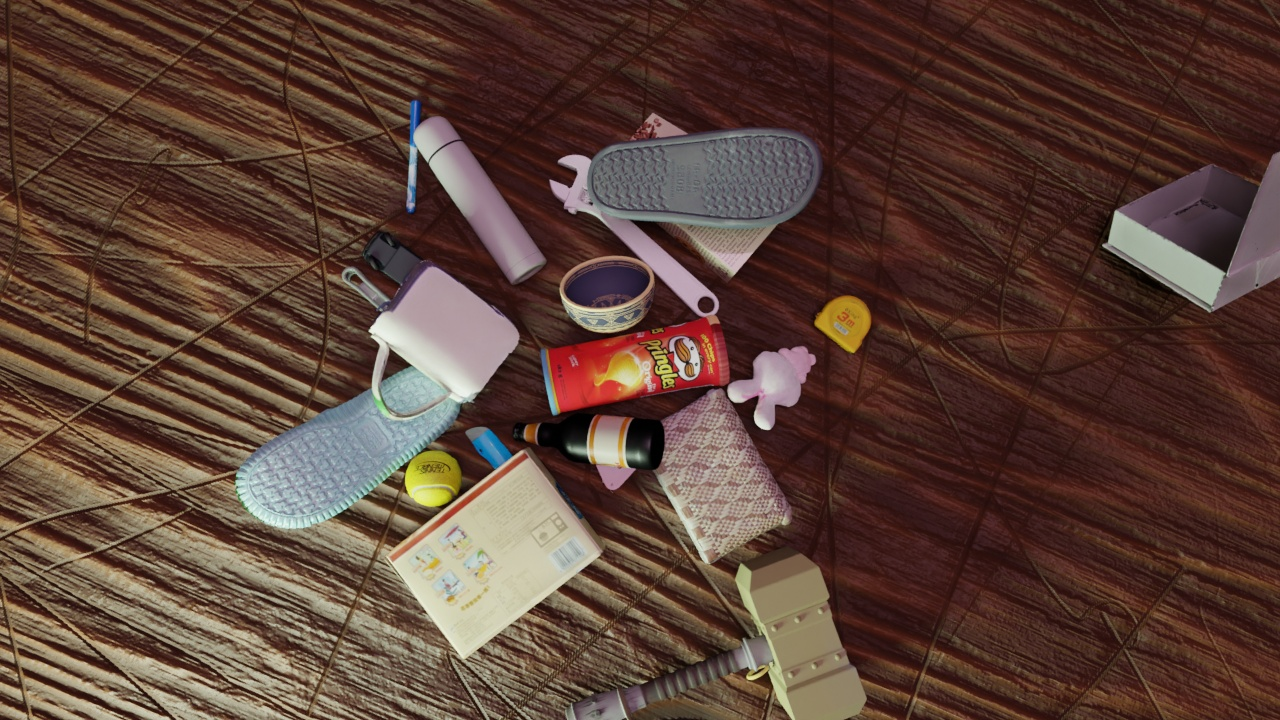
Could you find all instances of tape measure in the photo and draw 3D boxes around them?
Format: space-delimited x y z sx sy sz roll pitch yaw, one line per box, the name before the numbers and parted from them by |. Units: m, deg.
tape measure | 0.254 -0.051 1.142 0.068 0.030 0.059 37 85 -2
tape measure | -0.032 0.124 1.119 0.051 0.019 0.059 42 85 1

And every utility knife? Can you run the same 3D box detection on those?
utility knife | -0.140 0.161 1.114 0.031 0.015 0.207 -38 85 -2

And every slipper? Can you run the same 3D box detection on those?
slipper | 0.075 -0.204 1.058 0.268 0.083 0.110 1 93 15
slipper | -0.337 0.100 1.087 0.275 0.070 0.116 -34 89 -20

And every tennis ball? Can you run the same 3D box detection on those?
tennis ball | -0.245 0.140 1.085 0.065 0.065 0.065 0 85 -3

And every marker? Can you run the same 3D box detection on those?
marker | -0.283 -0.253 1.142 0.013 0.013 0.141 2 85 -3

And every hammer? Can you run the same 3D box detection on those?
hammer | 0.071 0.361 1.065 0.325 0.101 0.190 -19 87 -4

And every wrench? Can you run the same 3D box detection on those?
wrench | -0.006 -0.152 1.145 0.273 0.018 0.066 43 84 0

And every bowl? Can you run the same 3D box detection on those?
bowl | -0.037 -0.070 1.104 0.112 0.112 0.061 -12 129 -4

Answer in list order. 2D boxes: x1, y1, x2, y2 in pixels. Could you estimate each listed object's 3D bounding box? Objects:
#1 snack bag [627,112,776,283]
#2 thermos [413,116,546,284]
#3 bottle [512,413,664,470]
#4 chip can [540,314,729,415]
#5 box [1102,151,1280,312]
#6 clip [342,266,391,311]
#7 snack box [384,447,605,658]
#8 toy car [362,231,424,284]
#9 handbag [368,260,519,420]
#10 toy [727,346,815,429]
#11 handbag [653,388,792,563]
snack bag | 0.063 -0.203 1.125 0.206 0.070 0.094 41 85 1
thermos | -0.199 -0.198 1.121 0.052 0.052 0.224 -35 88 -5
bottle | -0.065 0.092 1.089 0.182 0.059 0.059 4 85 17
chip can | -0.007 0.006 1.098 0.213 0.087 0.087 -11 86 -3
box | 0.735 -0.135 0.919 0.167 0.529 0.234 -26 90 -12
clip | -0.330 -0.085 1.118 0.076 0.043 0.023 41 83 2
snack box | -0.169 0.224 1.079 0.207 0.055 0.153 -38 88 1
toy car | -0.283 -0.111 1.118 0.112 0.034 0.046 36 90 -6
handbag | -0.249 -0.007 1.069 0.151 0.074 0.175 38 66 -17
toy | 0.165 0.026 1.125 0.125 0.037 0.076 -42 92 -26
handbag | 0.089 0.140 1.112 0.124 0.047 0.186 -30 87 3
